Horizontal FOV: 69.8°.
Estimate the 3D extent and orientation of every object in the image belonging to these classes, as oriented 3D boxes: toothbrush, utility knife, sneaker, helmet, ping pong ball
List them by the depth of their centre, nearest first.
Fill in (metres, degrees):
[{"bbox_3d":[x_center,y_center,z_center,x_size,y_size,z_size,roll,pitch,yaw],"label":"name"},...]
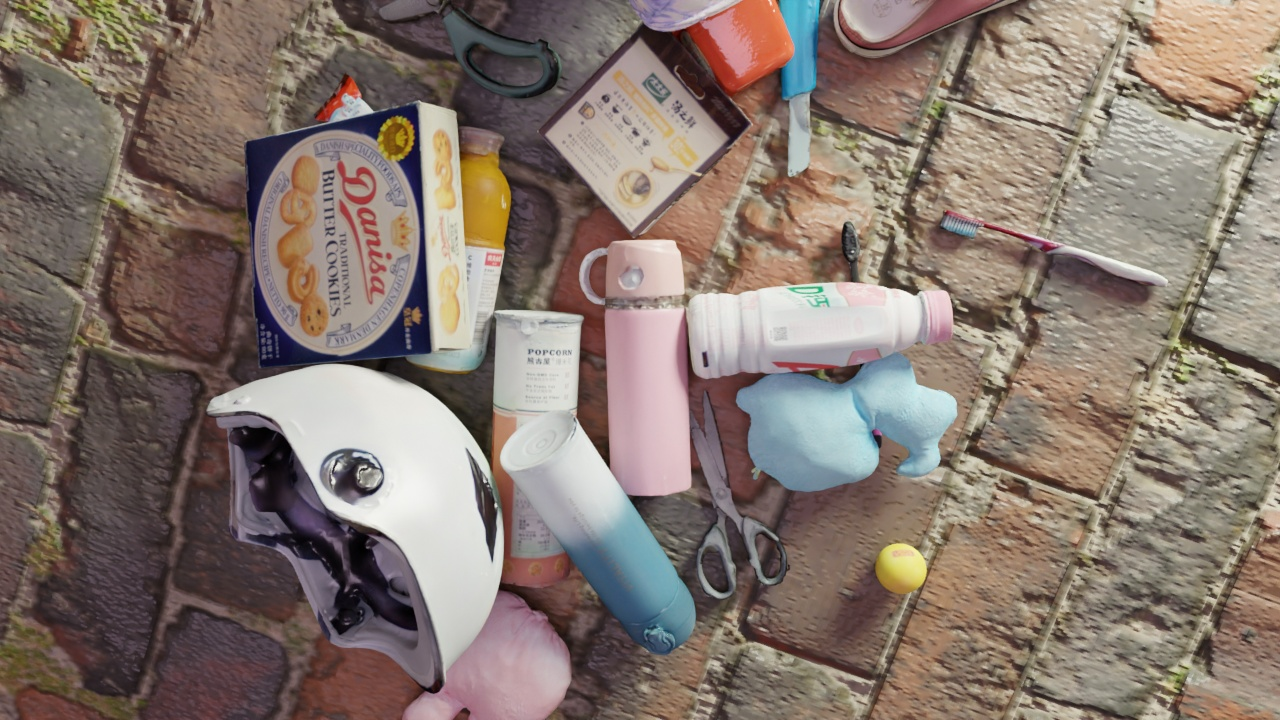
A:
[{"bbox_3d":[0.258,-0.306,0.675,0.241,0.087,0.118,-28,94,6],"label":"sneaker"},{"bbox_3d":[-0.191,0.106,0.689,0.259,0.145,0.230,35,140,18],"label":"helmet"},{"bbox_3d":[0.124,-0.249,0.721,0.034,0.018,0.205,1,97,14],"label":"utility knife"},{"bbox_3d":[0.329,-0.086,0.732,0.187,0.016,0.017,17,104,0],"label":"toothbrush"},{"bbox_3d":[0.181,-0.019,0.744,0.014,0.017,0.189,-8,97,12],"label":"toothbrush"},{"bbox_3d":[0.213,0.170,0.751,0.040,0.040,0.040,0,96,2],"label":"ping pong ball"}]

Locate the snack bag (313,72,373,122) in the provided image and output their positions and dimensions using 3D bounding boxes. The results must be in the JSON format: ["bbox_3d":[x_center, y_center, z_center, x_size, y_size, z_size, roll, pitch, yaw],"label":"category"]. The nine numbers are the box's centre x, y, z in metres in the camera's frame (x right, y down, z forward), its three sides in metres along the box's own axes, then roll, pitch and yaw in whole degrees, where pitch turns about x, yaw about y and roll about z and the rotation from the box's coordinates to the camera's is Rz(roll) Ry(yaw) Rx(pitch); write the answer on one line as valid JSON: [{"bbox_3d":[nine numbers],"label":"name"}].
[{"bbox_3d":[-0.215,-0.178,0.737,0.104,0.026,0.048,43,102,-3],"label":"snack bag"}]

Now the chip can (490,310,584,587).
[{"bbox_3d":[-0.085,0.069,0.736,0.071,0.071,0.215,3,96,2],"label":"chip can"}]

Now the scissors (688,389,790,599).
[{"bbox_3d":[0.062,0.117,0.765,0.170,0.014,0.151,36,95,-2],"label":"scissors"}]

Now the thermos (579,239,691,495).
[{"bbox_3d":[-0.004,0.004,0.732,0.087,0.067,0.198,-1,97,21],"label":"thermos"}]

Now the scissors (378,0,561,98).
[{"bbox_3d":[-0.125,-0.267,0.717,0.175,0.019,0.176,-12,110,21],"label":"scissors"}]

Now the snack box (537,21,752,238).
[{"bbox_3d":[0.004,-0.178,0.708,0.126,0.053,0.113,-42,93,14],"label":"snack box"}]

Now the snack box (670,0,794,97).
[{"bbox_3d":[0.068,-0.244,0.690,0.082,0.091,0.080,-29,101,3],"label":"snack box"}]

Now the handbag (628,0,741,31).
[{"bbox_3d":[0.029,-0.325,0.639,0.134,0.075,0.193,-26,55,3],"label":"handbag"}]

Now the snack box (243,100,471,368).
[{"bbox_3d":[-0.218,-0.090,0.697,0.183,0.045,0.178,-4,89,27],"label":"snack box"}]

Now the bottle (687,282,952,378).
[{"bbox_3d":[0.137,-0.026,0.711,0.197,0.068,0.068,-4,96,8],"label":"bottle"}]

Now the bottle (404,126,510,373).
[{"bbox_3d":[-0.142,-0.087,0.723,0.068,0.068,0.189,11,96,1],"label":"bottle"}]

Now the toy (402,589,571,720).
[{"bbox_3d":[-0.131,0.270,0.767,0.121,0.054,0.159,37,96,5],"label":"toy"}]

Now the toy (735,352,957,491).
[{"bbox_3d":[0.158,0.054,0.736,0.161,0.049,0.156,40,101,-6],"label":"toy"}]

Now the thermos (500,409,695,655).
[{"bbox_3d":[-0.025,0.139,0.706,0.070,0.070,0.220,-28,117,5],"label":"thermos"}]
